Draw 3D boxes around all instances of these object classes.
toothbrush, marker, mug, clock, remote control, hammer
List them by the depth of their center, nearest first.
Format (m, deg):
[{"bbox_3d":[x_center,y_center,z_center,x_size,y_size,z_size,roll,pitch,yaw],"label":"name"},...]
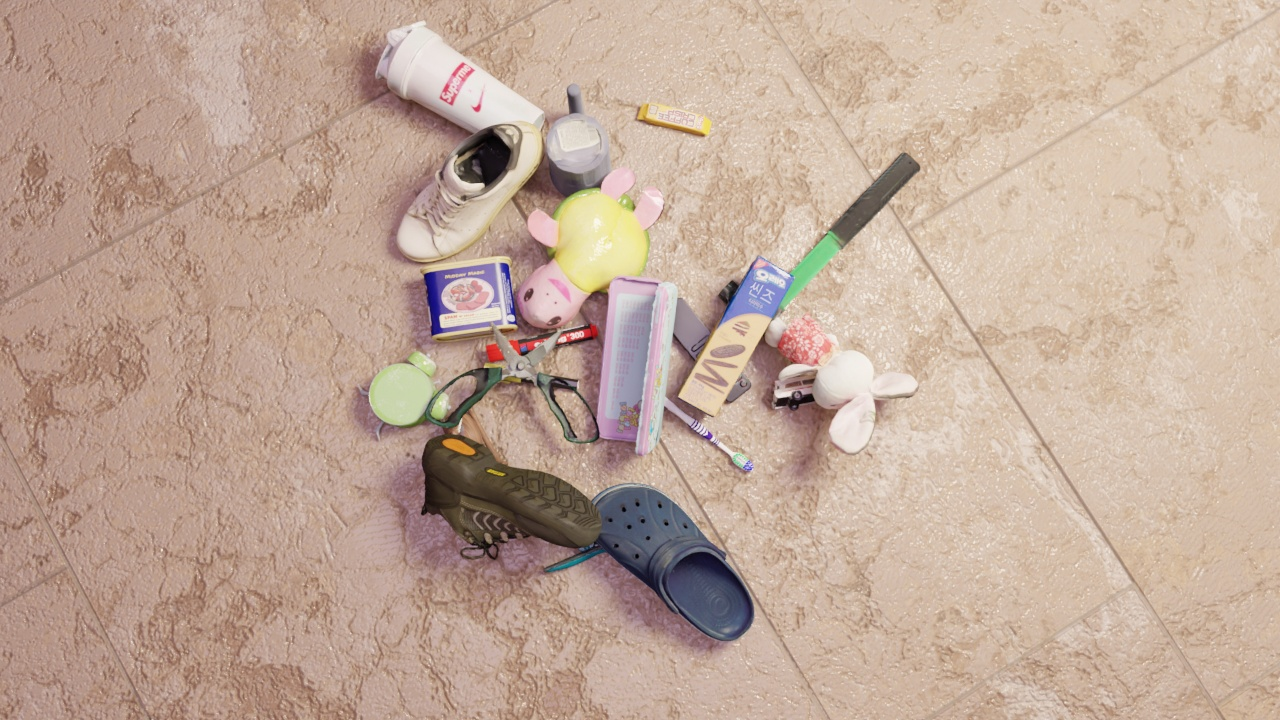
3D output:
[{"bbox_3d":[-0.296,0.043,1.173,0.119,0.042,0.094,-24,85,-5],"label":"clock"},{"bbox_3d":[-0.081,-0.283,1.190,0.084,0.104,0.124,-3,83,-1],"label":"mug"},{"bbox_3d":[0.072,0.085,1.191,0.186,0.016,0.015,38,83,3],"label":"toothbrush"},{"bbox_3d":[-0.142,0.024,1.192,0.124,0.017,0.021,9,83,-2],"label":"marker"},{"bbox_3d":[-0.128,-0.024,1.196,0.145,0.023,0.021,-13,46,-3],"label":"marker"},{"bbox_3d":[0.085,-0.014,1.202,0.041,0.020,0.152,-38,86,-1],"label":"remote control"},{"bbox_3d":[0.257,-0.156,1.220,0.130,0.032,0.318,43,83,5],"label":"hammer"}]

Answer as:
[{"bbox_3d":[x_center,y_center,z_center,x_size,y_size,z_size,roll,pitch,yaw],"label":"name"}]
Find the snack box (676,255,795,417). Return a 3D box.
[{"bbox_3d":[0.119,-0.030,1.161,0.056,0.057,0.207,30,91,1],"label":"snack box"}]

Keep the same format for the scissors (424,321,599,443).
[{"bbox_3d":[-0.153,0.052,1.152,0.201,0.015,0.201,-40,91,-3],"label":"scissors"}]

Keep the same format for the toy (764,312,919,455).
[{"bbox_3d":[0.235,0.014,1.137,0.194,0.084,0.158,39,58,14],"label":"toy"}]

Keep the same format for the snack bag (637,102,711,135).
[{"bbox_3d":[0.047,-0.327,1.242,0.099,0.020,0.026,15,84,1],"label":"snack bag"}]

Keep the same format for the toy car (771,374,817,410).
[{"bbox_3d":[0.226,0.036,1.192,0.113,0.039,0.039,-11,62,-4],"label":"toy car"}]

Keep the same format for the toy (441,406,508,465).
[{"bbox_3d":[-0.215,0.103,1.169,0.054,0.042,0.101,-23,75,-27],"label":"toy"}]

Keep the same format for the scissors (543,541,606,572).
[{"bbox_3d":[-0.067,0.220,1.168,0.155,0.019,0.124,-38,87,-8],"label":"scissors"}]

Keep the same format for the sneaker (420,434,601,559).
[{"bbox_3d":[-0.172,0.198,1.104,0.238,0.100,0.143,23,107,15],"label":"sneaker"}]

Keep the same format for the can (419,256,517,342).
[{"bbox_3d":[-0.219,-0.078,1.184,0.116,0.056,0.092,-8,84,-3],"label":"can"}]

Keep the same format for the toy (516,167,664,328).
[{"bbox_3d":[-0.064,-0.137,1.180,0.190,0.088,0.238,36,89,-20],"label":"toy"}]

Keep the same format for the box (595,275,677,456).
[{"bbox_3d":[-0.005,0.007,1.129,0.089,0.092,0.214,6,101,-1],"label":"box"}]

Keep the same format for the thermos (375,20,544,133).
[{"bbox_3d":[-0.234,-0.355,1.204,0.220,0.099,0.099,31,83,-2],"label":"thermos"}]

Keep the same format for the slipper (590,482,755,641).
[{"bbox_3d":[0.047,0.244,1.125,0.253,0.095,0.105,43,80,-3],"label":"slipper"}]

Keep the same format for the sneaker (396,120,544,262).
[{"bbox_3d":[-0.225,-0.208,1.150,0.242,0.102,0.089,-41,89,17],"label":"sneaker"}]
